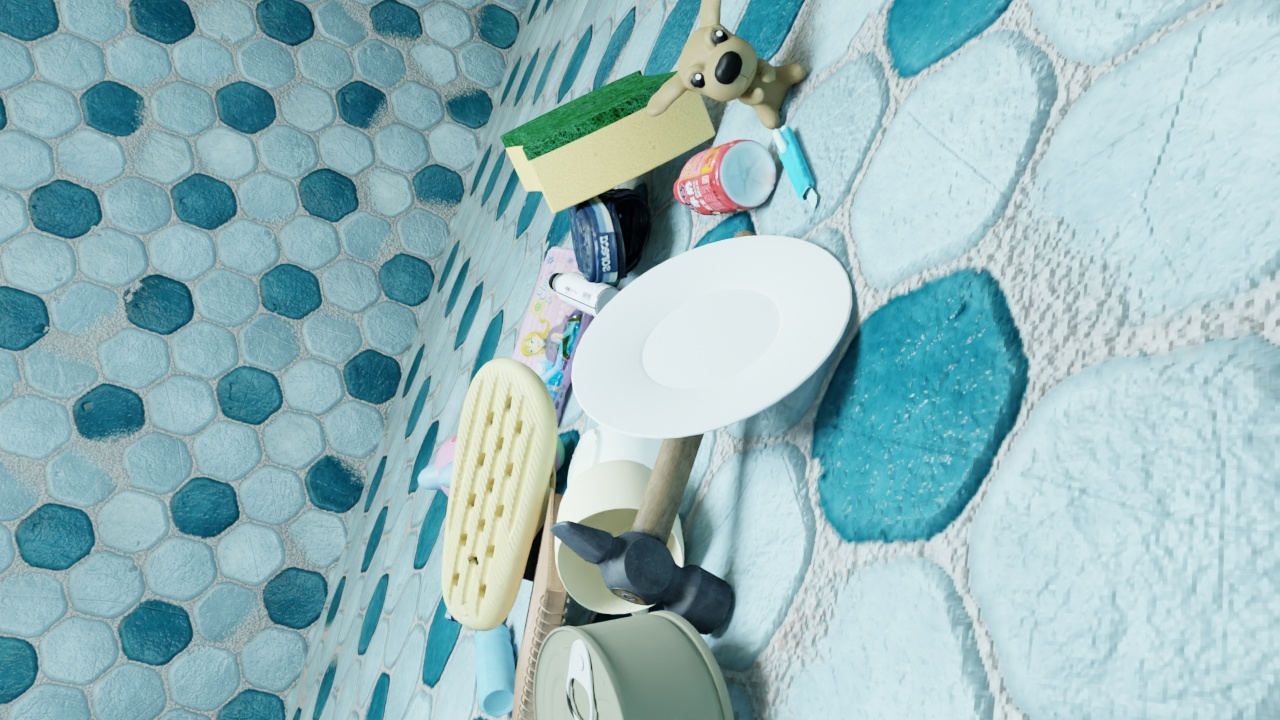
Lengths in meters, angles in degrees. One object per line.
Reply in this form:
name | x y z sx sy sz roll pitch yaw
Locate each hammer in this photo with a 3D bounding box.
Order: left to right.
hammer | 0.042 0.027 0.684 0.040 0.129 0.320 -35 28 55

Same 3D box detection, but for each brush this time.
brush | -0.046 -0.259 1.055 0.195 0.075 0.250 -27 21 -6

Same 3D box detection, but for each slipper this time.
slipper | -0.123 0.129 0.880 0.111 0.079 0.261 16 96 35
slipper | -0.032 -0.147 1.051 0.252 0.095 0.105 -106 7 -68

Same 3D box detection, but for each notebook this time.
notebook | -0.088 0.242 0.797 0.169 0.022 0.211 -99 20 -69

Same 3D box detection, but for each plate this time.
plate | 0.048 -0.019 0.655 0.209 0.015 0.208 -18 37 14

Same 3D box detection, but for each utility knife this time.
utility knife | 0.127 -0.158 0.756 0.124 0.015 0.022 -97 31 -48

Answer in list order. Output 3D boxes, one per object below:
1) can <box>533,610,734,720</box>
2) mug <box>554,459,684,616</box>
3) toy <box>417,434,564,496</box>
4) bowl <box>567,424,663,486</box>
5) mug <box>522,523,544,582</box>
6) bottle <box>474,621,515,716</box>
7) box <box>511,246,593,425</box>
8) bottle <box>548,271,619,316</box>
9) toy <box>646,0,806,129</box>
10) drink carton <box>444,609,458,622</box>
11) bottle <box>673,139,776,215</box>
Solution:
can | -0.007 0.223 0.567 0.128 0.073 0.128 7 98 59
mug | -0.014 0.140 0.721 0.099 0.096 0.120 -96 -9 -68
toy | -0.185 0.123 1.058 0.223 0.170 0.120 -15 89 28
bowl | -0.025 0.099 0.820 0.114 0.063 0.113 -53 26 39
mug | -0.109 0.189 0.952 0.105 0.071 0.077 102 -176 -75
bottle | -0.154 0.317 0.970 0.040 0.040 0.130 -64 20 14
box | -0.099 -0.022 1.184 0.086 0.105 0.230 12 78 26
bottle | -0.071 -0.082 1.097 0.116 0.041 0.041 26 95 48
toy | 0.084 -0.260 0.827 0.134 0.108 0.105 -63 19 17
drink carton | -0.176 0.243 1.065 0.040 0.064 0.130 -19 52 65
bottle | 0.068 -0.164 0.845 0.062 0.062 0.138 -70 19 -2
